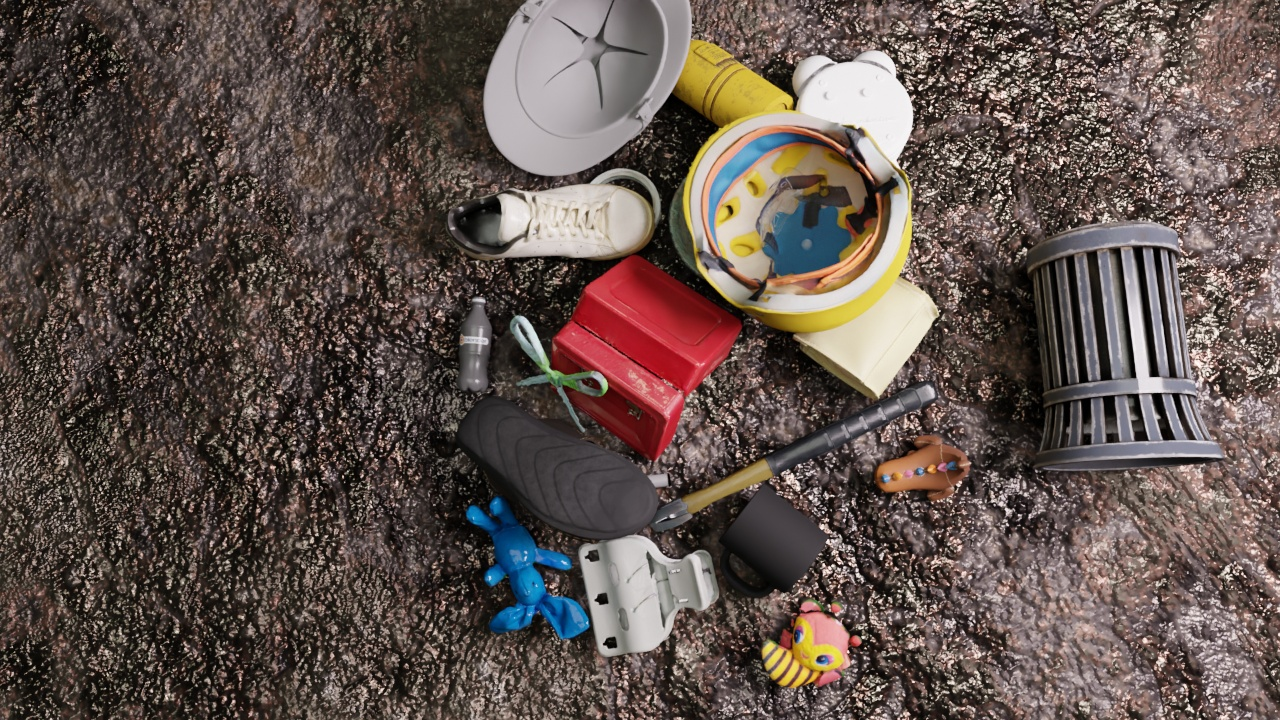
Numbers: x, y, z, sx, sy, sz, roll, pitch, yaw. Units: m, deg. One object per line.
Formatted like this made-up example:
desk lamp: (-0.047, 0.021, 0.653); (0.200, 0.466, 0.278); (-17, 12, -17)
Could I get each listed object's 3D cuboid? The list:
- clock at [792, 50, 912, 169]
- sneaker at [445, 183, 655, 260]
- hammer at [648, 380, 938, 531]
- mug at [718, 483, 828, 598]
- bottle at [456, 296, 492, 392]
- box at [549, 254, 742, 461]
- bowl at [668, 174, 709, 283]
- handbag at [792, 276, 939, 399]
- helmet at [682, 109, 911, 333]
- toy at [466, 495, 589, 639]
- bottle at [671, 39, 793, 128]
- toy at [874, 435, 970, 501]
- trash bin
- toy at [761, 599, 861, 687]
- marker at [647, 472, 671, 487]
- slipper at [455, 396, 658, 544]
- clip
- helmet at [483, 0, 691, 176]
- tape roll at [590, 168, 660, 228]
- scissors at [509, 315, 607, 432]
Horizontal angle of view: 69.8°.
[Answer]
clock: (0.232, -0.267, 1.007); (0.125, 0.073, 0.160); (-5, 75, 0)
sneaker: (-0.108, -0.159, 1.022); (0.242, 0.102, 0.089); (-3, 84, 14)
hammer: (0.159, 0.101, 0.970); (0.333, 0.118, 0.025); (-25, 85, -2)
mug: (0.132, 0.201, 0.975); (0.088, 0.078, 0.114); (38, 116, 10)
bottle: (-0.190, -0.018, 1.058); (0.036, 0.036, 0.110); (2, 83, 8)
box: (0.008, -0.017, 1.002); (0.157, 0.154, 0.168); (36, 68, 11)
bowl: (0.111, -0.154, 1.035); (0.157, 0.038, 0.157); (-1, 83, 7)
handbag: (0.242, -0.037, 0.982); (0.111, 0.081, 0.119); (37, 91, 33)
helmet: (0.164, -0.130, 0.937); (0.209, 0.139, 0.240); (-40, 57, 6)
toy: (-0.138, 0.232, 1.006); (0.113, 0.071, 0.176); (-26, 91, 6)
bottle: (0.087, -0.309, 1.033); (0.164, 0.071, 0.071); (41, 89, 23)
toy: (0.291, 0.114, 0.948); (0.090, 0.103, 0.070); (-12, 82, -1)
trash bin: (0.469, -0.010, 0.913); (0.164, 0.164, 0.227); (-2, 79, 7)
toy: (0.179, 0.303, 0.966); (0.103, 0.046, 0.084); (-32, 86, 6)
marker: (-0.037, 0.141, 1.028); (0.140, 0.016, 0.016); (-7, 82, 7)
slipper: (-0.092, 0.120, 0.997); (0.268, 0.076, 0.112); (25, 71, 32)
clip: (0.009, 0.247, 0.992); (0.143, 0.072, 0.124); (-15, 84, 12)
helmet: (-0.061, -0.343, 1.047); (0.183, 0.117, 0.272); (38, 111, -18)
tape roll: (-0.023, -0.177, 1.068); (0.093, 0.013, 0.093); (-1, 83, 7)
scissors: (-0.095, 0.015, 0.993); (0.174, 0.172, 0.022); (49, 58, -24)
